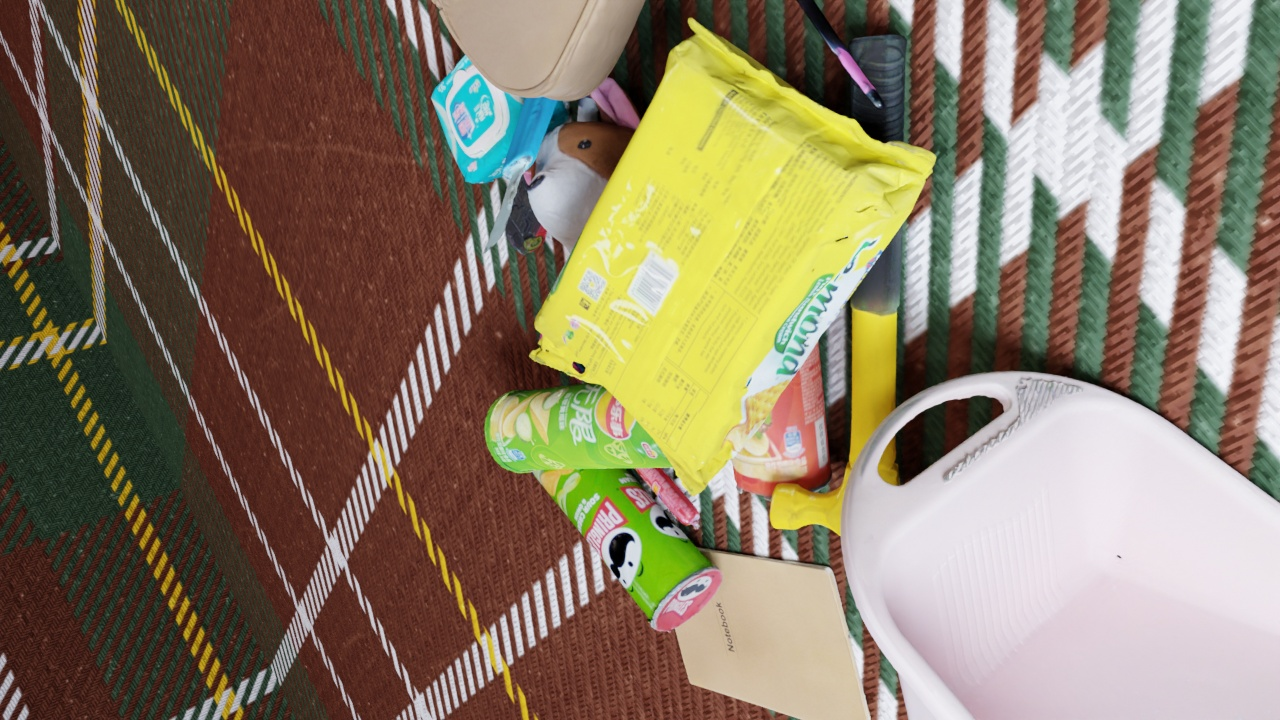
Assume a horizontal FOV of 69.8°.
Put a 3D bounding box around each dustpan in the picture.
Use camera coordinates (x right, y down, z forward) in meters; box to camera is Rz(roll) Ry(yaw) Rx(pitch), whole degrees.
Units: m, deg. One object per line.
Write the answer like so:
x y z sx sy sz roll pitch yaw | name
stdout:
0.222 0.119 0.396 0.274 0.222 0.139 26 139 49 | dustpan

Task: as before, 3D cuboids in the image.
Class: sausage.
0.003 0.088 0.786 0.156 0.020 0.020 48 139 34 | sausage

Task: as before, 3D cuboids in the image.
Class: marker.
-0.043 -0.176 0.723 0.022 0.018 0.131 -120 30 -52 | marker

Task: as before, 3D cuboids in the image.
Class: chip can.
-0.030 0.125 0.802 0.236 0.072 0.072 45 137 33 | chip can
0.084 -0.018 0.609 0.073 0.073 0.217 10 116 47 | chip can
-0.035 0.051 0.711 0.222 0.072 0.072 -8 102 46 | chip can

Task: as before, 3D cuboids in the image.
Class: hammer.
0.139 -0.032 0.540 0.129 0.032 0.301 1 105 19 | hammer

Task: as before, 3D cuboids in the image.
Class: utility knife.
-0.080 -0.159 0.657 0.034 0.217 0.018 -20 134 38 | utility knife

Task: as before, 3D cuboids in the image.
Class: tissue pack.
-0.118 -0.214 0.766 0.134 0.050 0.093 -24 88 52 | tissue pack

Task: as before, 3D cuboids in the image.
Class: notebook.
0.095 0.229 0.771 0.208 0.008 0.148 -5 104 50 | notebook

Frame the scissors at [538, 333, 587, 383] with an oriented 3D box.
-0.040 0.022 0.769 0.134 0.017 0.134 46 152 6 | scissors

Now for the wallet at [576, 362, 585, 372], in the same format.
-0.004 0.004 0.754 0.133 0.040 0.106 33 136 35 | wallet

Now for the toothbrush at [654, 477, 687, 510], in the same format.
0.051 0.087 0.749 0.016 0.016 0.181 60 144 16 | toothbrush

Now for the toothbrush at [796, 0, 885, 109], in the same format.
0.091 -0.209 0.517 0.018 0.014 0.189 -51 54 40 | toothbrush

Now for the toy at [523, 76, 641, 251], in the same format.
-0.028 -0.096 0.662 0.140 0.130 0.199 -30 68 32 | toy

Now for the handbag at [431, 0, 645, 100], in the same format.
-0.051 -0.280 0.602 0.148 0.099 0.205 41 119 18 | handbag

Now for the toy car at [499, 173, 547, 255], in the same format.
-0.090 -0.135 0.787 0.049 0.031 0.107 55 140 16 | toy car

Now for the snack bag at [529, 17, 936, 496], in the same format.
0.034 -0.055 0.531 0.158 0.068 0.247 40 121 17 | snack bag
